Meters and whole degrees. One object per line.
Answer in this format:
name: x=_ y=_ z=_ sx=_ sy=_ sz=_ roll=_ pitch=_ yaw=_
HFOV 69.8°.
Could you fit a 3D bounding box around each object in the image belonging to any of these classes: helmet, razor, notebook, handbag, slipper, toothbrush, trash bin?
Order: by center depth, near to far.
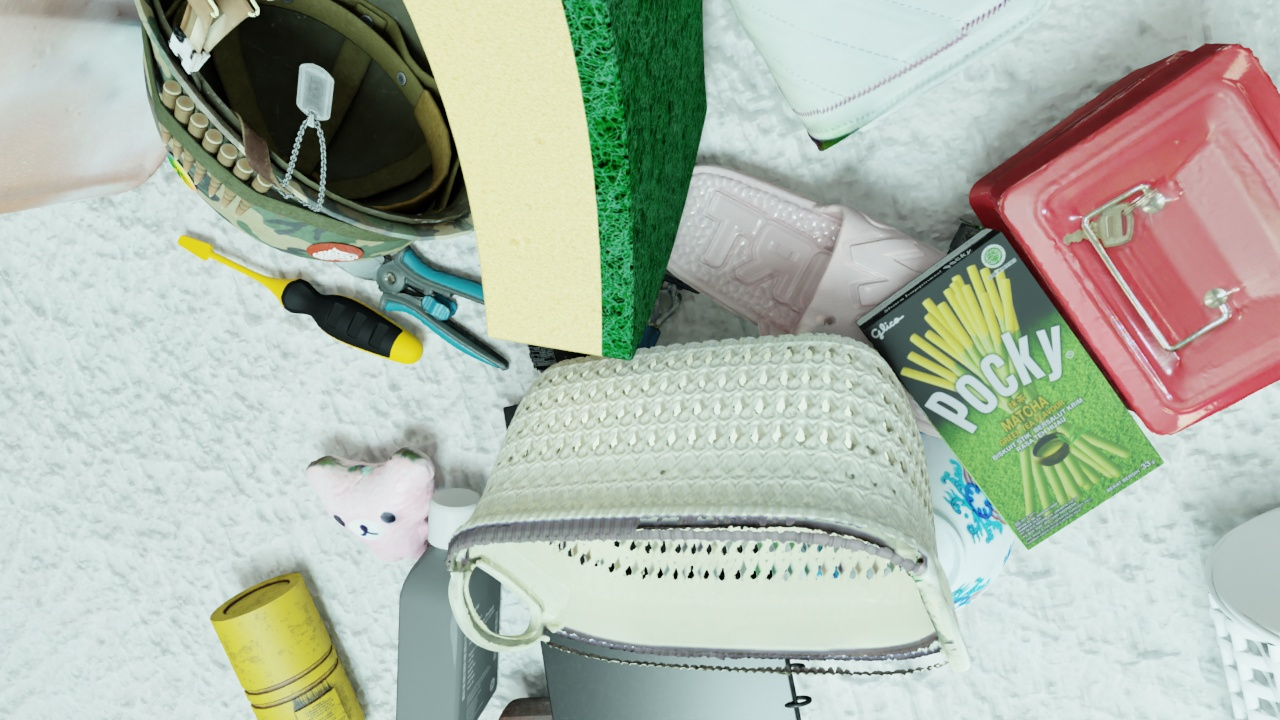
handbag: x=0.105 y=-0.226 z=0.476 sx=0.142 sy=0.096 sz=0.198 roll=-26 pitch=99 yaw=33
helmet: x=-0.162 y=-0.157 z=0.496 sx=0.224 sy=0.192 sz=0.237 roll=43 pitch=137 yaw=13
trash bin: x=-0.373 y=-0.188 z=0.510 sx=0.157 sy=0.259 sz=0.182 roll=40 pitch=109 yaw=-4
slipper: x=0.104 y=-0.041 z=0.515 sx=0.239 sy=0.064 sz=0.094 roll=32 pitch=103 yaw=18
razor: x=-0.003 y=0.003 z=0.589 sx=0.042 sy=0.022 sz=0.144 roll=24 pitch=93 yaw=6
notebook: x=0.007 y=0.128 z=0.595 sx=0.169 sy=0.019 sz=0.231 roll=-12 pitch=83 yaw=16
toothbrush: x=-0.237 y=-0.045 z=0.636 sx=0.197 sy=0.031 sz=0.031 roll=25 pitch=88 yaw=8

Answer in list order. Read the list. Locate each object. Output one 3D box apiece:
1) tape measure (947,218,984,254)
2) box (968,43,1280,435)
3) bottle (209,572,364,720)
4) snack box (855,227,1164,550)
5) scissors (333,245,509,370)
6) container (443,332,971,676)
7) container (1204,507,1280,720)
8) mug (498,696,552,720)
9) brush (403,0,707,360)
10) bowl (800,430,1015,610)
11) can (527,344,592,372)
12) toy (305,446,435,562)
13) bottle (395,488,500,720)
tape measure: x=0.201 y=-0.041 z=0.532 sx=0.059 sy=0.035 sz=0.066 roll=20 pitch=108 yaw=7
box: x=0.265 y=-0.062 z=0.473 sx=0.136 sy=0.117 sz=0.157 roll=-33 pitch=99 yaw=16
bottle: x=-0.260 y=0.252 z=0.700 sx=0.071 sy=0.071 sz=0.164 roll=-17 pitch=101 yaw=16
snack box: x=0.188 y=0.016 z=0.471 sx=0.080 sy=0.025 sz=0.147 roll=-37 pitch=99 yaw=11
scissors: x=-0.142 y=-0.041 z=0.620 sx=0.130 sy=0.019 sz=0.151 roll=-17 pitch=101 yaw=16
container: x=0.035 y=0.081 z=0.477 sx=0.252 sy=0.143 sz=0.185 roll=-6 pitch=145 yaw=24
container: x=0.410 y=0.187 z=0.467 sx=0.189 sy=0.189 sz=0.187 roll=-15 pitch=100 yaw=16
mug: x=-0.037 y=0.293 z=0.660 sx=0.110 sy=0.096 sz=0.123 roll=-5 pitch=135 yaw=19
brush: x=-0.023 y=-0.145 z=0.424 sx=0.075 sy=0.194 sz=0.251 roll=9 pitch=145 yaw=10
bowl: x=0.160 y=0.105 z=0.561 sx=0.144 sy=0.074 sz=0.144 roll=3 pitch=106 yaw=12
can: x=-0.057 y=-0.056 z=0.578 sx=0.054 sy=0.053 sz=0.138 roll=-11 pitch=102 yaw=15
toy: x=-0.181 y=0.106 z=0.654 sx=0.099 sy=0.052 sz=0.096 roll=-6 pitch=116 yaw=17
bottle: x=-0.132 y=0.176 z=0.644 sx=0.046 sy=0.083 sz=0.174 roll=8 pitch=106 yaw=10
